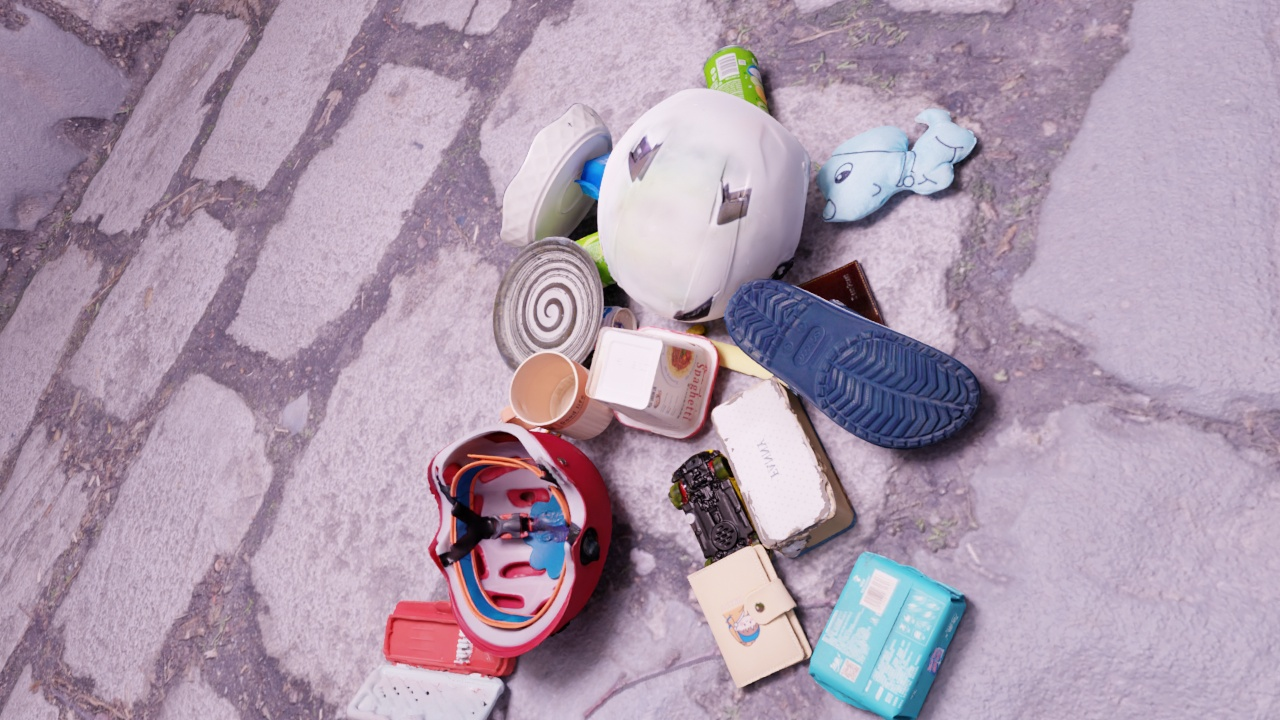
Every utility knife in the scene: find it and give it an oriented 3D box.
[{"bbox_3d":[0.117,0.004,1.002,0.167,0.018,0.031,19,84,41],"label":"utility knife"}]

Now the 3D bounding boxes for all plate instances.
[{"bbox_3d":[-0.100,-0.223,1.164,0.045,0.205,0.205,34,90,12],"label":"plate"},{"bbox_3d":[-0.109,-0.061,1.116,0.180,0.024,0.179,-5,82,36],"label":"plate"}]

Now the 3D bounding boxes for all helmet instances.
[{"bbox_3d":[-0.116,0.189,1.002,0.207,0.143,0.240,-12,79,32],"label":"helmet"},{"bbox_3d":[0.049,-0.148,0.967,0.229,0.145,0.259,31,119,14],"label":"helmet"}]

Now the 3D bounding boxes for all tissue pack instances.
[{"bbox_3d":[0.005,-0.229,1.141,0.156,0.052,0.095,-27,41,-30],"label":"tissue pack"},{"bbox_3d":[0.213,0.242,0.796,0.093,0.050,0.133,23,83,39],"label":"tissue pack"}]

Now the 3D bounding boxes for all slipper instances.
[{"bbox_3d":[0.198,0.004,0.891,0.253,0.095,0.105,28,100,19],"label":"slipper"}]

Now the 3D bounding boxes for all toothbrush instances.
[{"bbox_3d":[-0.006,0.006,1.072,0.190,0.016,0.015,-28,74,13],"label":"toothbrush"}]

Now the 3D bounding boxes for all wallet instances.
[{"bbox_3d":[0.188,-0.045,0.969,0.122,0.020,0.096,-23,56,16],"label":"wallet"},{"bbox_3d":[0.105,0.241,0.873,0.087,0.024,0.115,-30,71,15],"label":"wallet"}]

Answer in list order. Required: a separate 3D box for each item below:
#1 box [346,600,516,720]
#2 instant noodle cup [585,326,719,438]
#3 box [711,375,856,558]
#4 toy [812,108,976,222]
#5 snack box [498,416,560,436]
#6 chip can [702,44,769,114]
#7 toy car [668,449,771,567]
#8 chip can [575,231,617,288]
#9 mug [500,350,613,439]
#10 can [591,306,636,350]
[{"bbox_3d":[-0.235,0.355,1.060,0.201,0.059,0.160,-6,50,33],"label":"box"},{"bbox_3d":[0.009,0.017,0.985,0.117,0.124,0.116,12,87,27],"label":"instant noodle cup"},{"bbox_3d":[0.137,0.099,0.915,0.090,0.062,0.184,-31,52,19],"label":"box"},{"bbox_3d":[0.261,-0.208,0.980,0.156,0.050,0.161,25,79,38],"label":"toy"},{"bbox_3d":[-0.124,0.067,1.138,0.154,0.026,0.075,-50,50,5],"label":"snack box"},{"bbox_3d":[0.124,-0.268,1.091,0.072,0.072,0.235,-22,57,25],"label":"chip can"},{"bbox_3d":[0.083,0.164,0.931,0.071,0.041,0.155,-35,62,19],"label":"toy car"},{"bbox_3d":[-0.040,-0.129,1.142,0.222,0.072,0.072,-18,59,27],"label":"chip can"},{"bbox_3d":[-0.098,0.049,1.032,0.115,0.106,0.081,-27,67,15],"label":"mug"},{"bbox_3d":[-0.072,-0.039,1.134,0.135,0.053,0.053,1,69,36],"label":"can"}]
